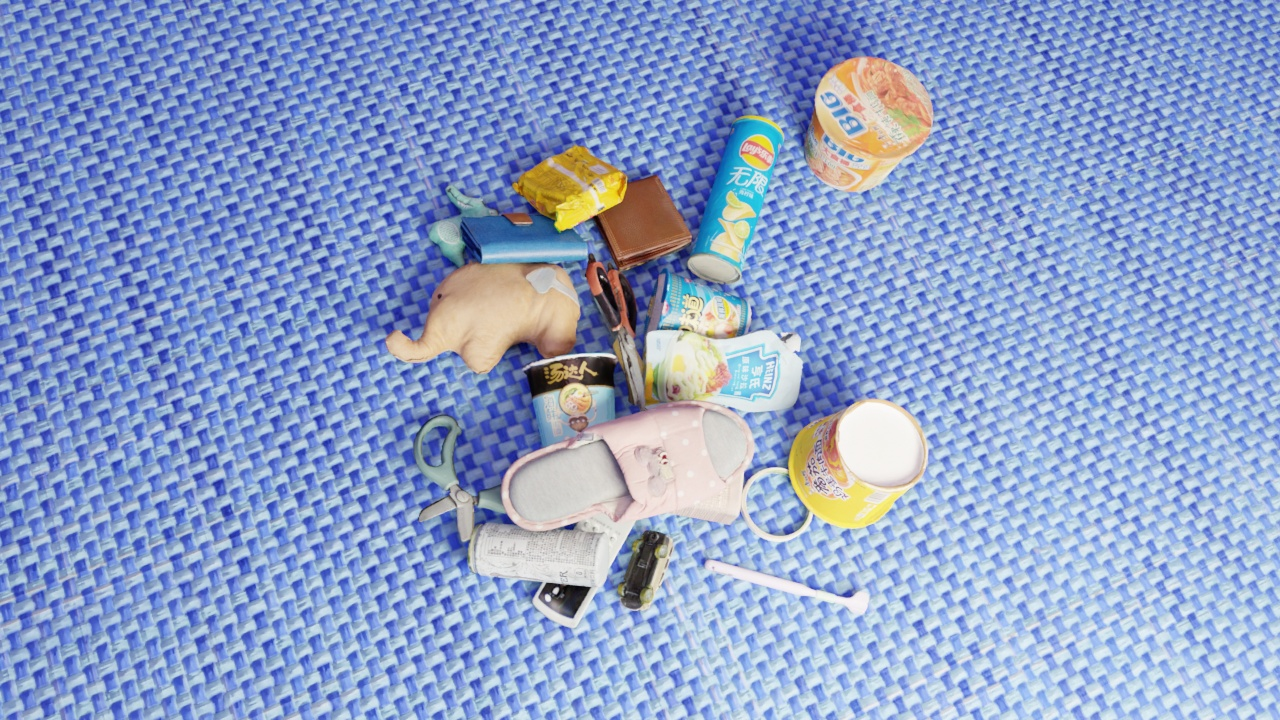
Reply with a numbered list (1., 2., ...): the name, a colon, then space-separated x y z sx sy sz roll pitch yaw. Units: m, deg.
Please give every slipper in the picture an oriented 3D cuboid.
1. slipper: -0.013 0.111 0.965 0.274 0.054 0.114 -14 80 -4

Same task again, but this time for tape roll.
1. tape roll: 0.160 0.168 1.075 0.086 0.014 0.085 2 72 -5

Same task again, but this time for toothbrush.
1. toothbrush: 0.165 0.255 1.045 0.189 0.021 0.029 15 103 0

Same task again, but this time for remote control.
1. remote control: -0.062 0.223 1.030 0.058 0.021 0.149 29 71 4

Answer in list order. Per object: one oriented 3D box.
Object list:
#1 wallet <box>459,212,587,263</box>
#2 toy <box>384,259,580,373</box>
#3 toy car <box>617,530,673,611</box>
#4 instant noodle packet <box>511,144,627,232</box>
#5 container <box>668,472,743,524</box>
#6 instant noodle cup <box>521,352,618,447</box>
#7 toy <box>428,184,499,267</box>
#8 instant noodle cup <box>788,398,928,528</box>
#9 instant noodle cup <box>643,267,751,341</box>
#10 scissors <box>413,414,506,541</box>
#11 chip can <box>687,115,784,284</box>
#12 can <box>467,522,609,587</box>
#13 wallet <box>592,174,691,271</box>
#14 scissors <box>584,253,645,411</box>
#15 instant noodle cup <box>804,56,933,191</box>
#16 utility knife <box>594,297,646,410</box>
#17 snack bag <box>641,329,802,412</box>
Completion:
1. wallet: -0.140 -0.147 1.100 0.133 0.040 0.106 -5 30 -24
2. toy: -0.184 -0.054 1.077 0.226 0.083 0.143 -10 61 -6
3. toy car: 0.008 0.236 1.022 0.035 0.042 0.090 40 63 -40
4. instant noodle packet: -0.085 -0.213 1.131 0.110 0.044 0.128 -32 44 -13
5. container: 0.056 0.130 1.039 0.111 0.090 0.089 8 72 0
6. instant noodle cup: -0.072 0.061 1.043 0.111 0.111 0.120 -7 80 -8
7. toy: -0.222 -0.171 1.138 0.091 0.030 0.096 -41 82 -20
8. instant noodle cup: 0.252 0.111 1.044 0.138 0.110 0.137 4 66 -10
9. instant noodle cup: 0.069 -0.050 1.100 0.110 0.099 0.099 14 71 -11
10. scissors: -0.173 0.128 1.030 0.179 0.019 0.170 1 46 -22
11. chip can: 0.121 -0.204 1.162 0.071 0.071 0.209 19 71 0
12. can: -0.109 0.210 0.994 0.147 0.058 0.058 3 71 10
13. wallet: -0.002 -0.177 1.152 0.101 0.032 0.124 -19 60 -11
14. scissors: -0.027 -0.038 1.058 0.015 0.206 0.193 -30 101 22
15. instant noodle cup: 0.285 -0.297 1.188 0.151 0.112 0.151 2 72 -6
16. utility knife: -0.007 0.006 1.108 0.031 0.022 0.219 -23 82 -14
17. snack bag: 0.097 0.013 1.076 0.191 0.038 0.110 0 112 -7
